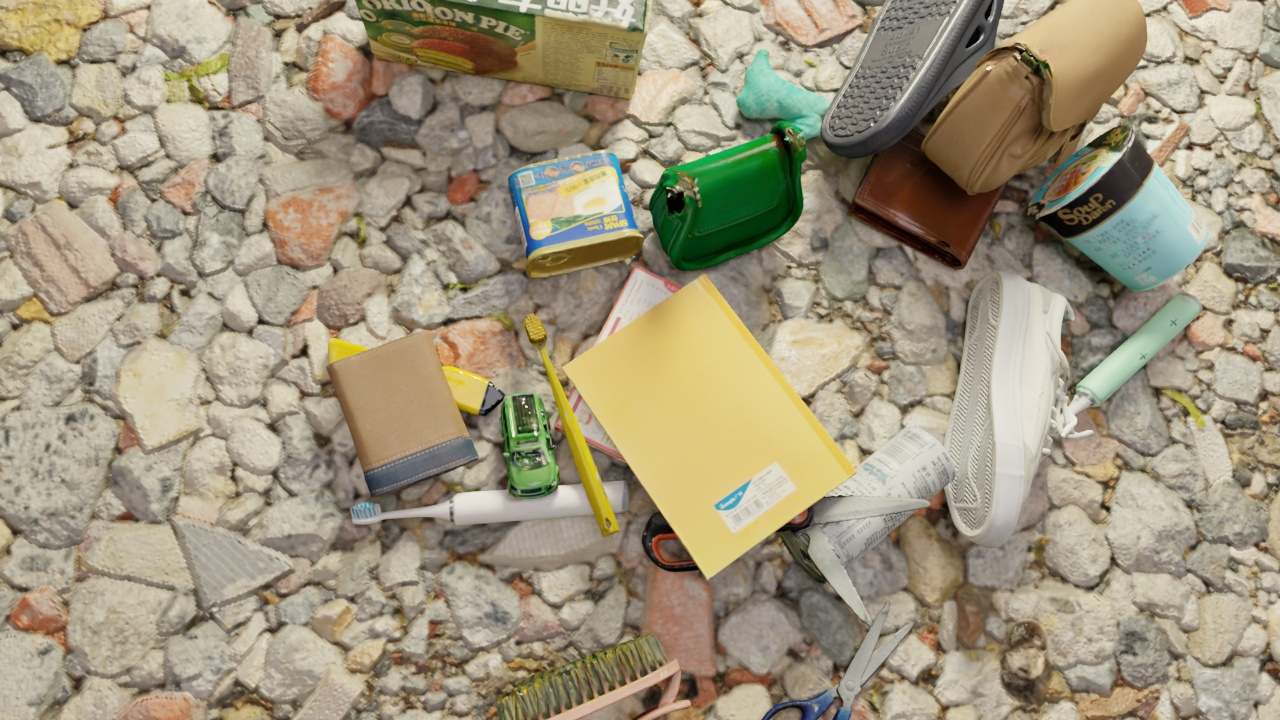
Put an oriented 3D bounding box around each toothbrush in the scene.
[{"bbox_3d":[0.419,0.014,0.817,0.224,0.026,0.027,-38,106,-12],"label":"toothbrush"},{"bbox_3d":[-0.120,0.118,0.740,0.221,0.026,0.026,-3,116,-6],"label":"toothbrush"},{"bbox_3d":[-0.057,0.050,0.738,0.015,0.017,0.190,-20,80,-8],"label":"toothbrush"}]

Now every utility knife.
[{"bbox_3d":[-0.187,0.013,0.761,0.154,0.015,0.033,17,72,-1],"label":"utility knife"}]

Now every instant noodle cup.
[{"bbox_3d":[0.429,-0.127,0.816,0.120,0.111,0.111,43,77,-5],"label":"instant noodle cup"}]

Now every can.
[{"bbox_3d":[-0.057,-0.125,0.784,0.102,0.057,0.083,-13,77,-9],"label":"can"},{"bbox_3d":[0.188,0.117,0.755,0.146,0.058,0.058,-36,84,-12],"label":"can"}]

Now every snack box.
[{"bbox_3d":[-0.114,-0.293,0.784,0.240,0.114,0.063,8,78,-3],"label":"snack box"},{"bbox_3d":[-0.005,0.005,0.775,0.077,0.027,0.155,26,77,0],"label":"snack box"}]

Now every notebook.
[{"bbox_3d":[0.052,0.047,0.731,0.146,0.010,0.206,-34,74,-6],"label":"notebook"}]

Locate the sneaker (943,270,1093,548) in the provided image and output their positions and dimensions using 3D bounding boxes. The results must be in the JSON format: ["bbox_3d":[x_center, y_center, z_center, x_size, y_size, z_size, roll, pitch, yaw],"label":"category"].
[{"bbox_3d":[0.321,0.045,0.775,0.090,0.090,0.241,16,70,-7],"label":"sneaker"}]

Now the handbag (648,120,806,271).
[{"bbox_3d":[0.074,-0.137,0.767,0.131,0.120,0.068,-22,75,-8],"label":"handbag"}]

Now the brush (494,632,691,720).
[{"bbox_3d":[-0.036,0.262,0.699,0.145,0.063,0.073,-19,76,-11],"label":"brush"}]

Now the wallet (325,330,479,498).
[{"bbox_3d":[-0.191,0.043,0.734,0.090,0.033,0.115,-21,89,-4],"label":"wallet"}]

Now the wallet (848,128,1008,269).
[{"bbox_3d":[0.262,-0.153,0.836,0.124,0.032,0.101,28,74,0],"label":"wallet"}]

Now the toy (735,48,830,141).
[{"bbox_3d":[0.131,-0.229,0.840,0.092,0.030,0.096,22,82,1],"label":"toy"}]

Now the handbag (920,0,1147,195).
[{"bbox_3d":[0.343,-0.227,0.786,0.204,0.148,0.100,-36,72,-27],"label":"handbag"}]

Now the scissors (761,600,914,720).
[{"bbox_3d":[0.169,0.279,0.743,0.171,0.012,0.140,-17,78,-10],"label":"scissors"}]

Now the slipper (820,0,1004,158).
[{"bbox_3d":[0.258,-0.271,0.836,0.083,0.111,0.267,45,70,-33],"label":"slipper"}]

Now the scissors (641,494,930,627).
[{"bbox_3d":[0.104,0.113,0.728,0.221,0.022,0.234,-24,59,8],"label":"scissors"}]

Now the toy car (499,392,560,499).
[{"bbox_3d":[-0.091,0.068,0.740,0.043,0.036,0.091,-9,59,-10],"label":"toy car"}]
